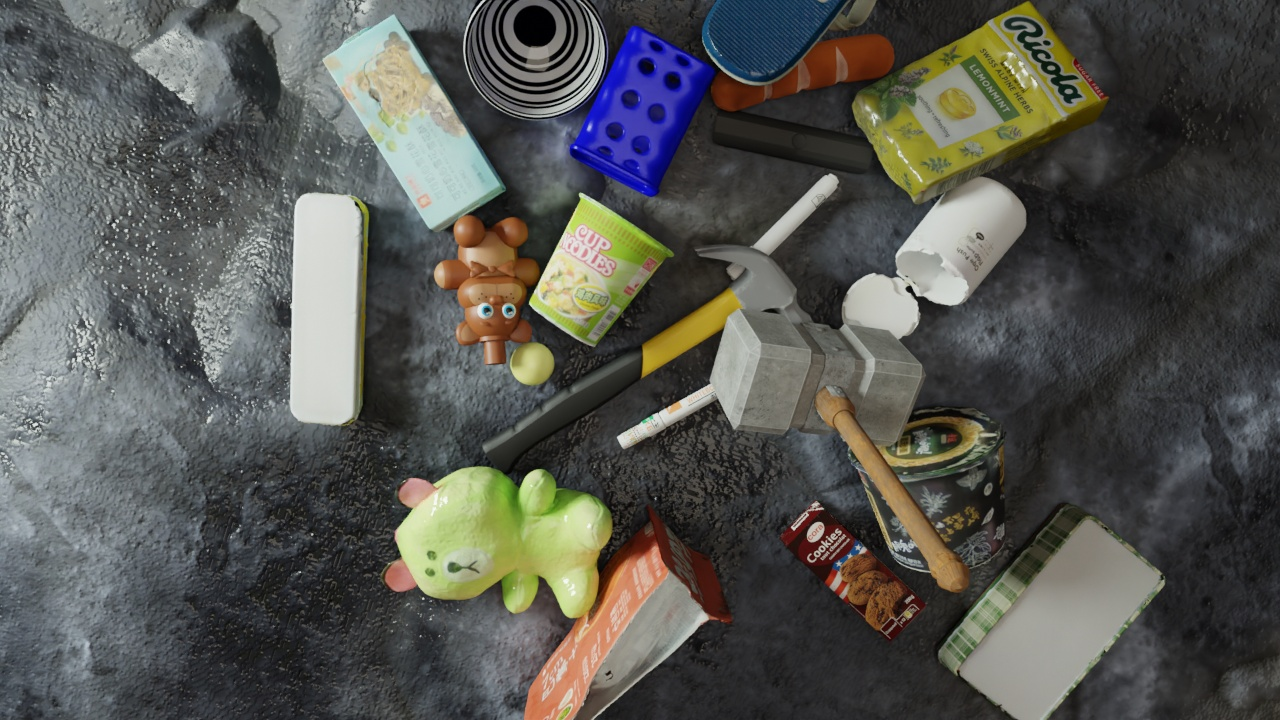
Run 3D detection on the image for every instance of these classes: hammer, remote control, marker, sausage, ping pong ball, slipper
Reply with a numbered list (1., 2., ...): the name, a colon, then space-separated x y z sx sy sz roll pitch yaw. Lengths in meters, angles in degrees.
1. hammer: 0.173 0.069 0.710 0.162 0.317 0.083 7 116 -14
2. hammer: -0.005 0.005 0.845 0.324 0.029 0.127 -32 113 5
3. remote control: 0.139 -0.200 0.838 0.147 0.015 0.033 11 97 -4
4. marker: 0.131 -0.123 0.846 0.133 0.017 0.020 -45 122 4
5. sausage: 0.143 -0.257 0.817 0.164 0.044 0.039 -13 135 -1
6. ping pong ball: -0.099 0.003 0.842 0.040 0.040 0.040 0 97 -3
7. slipper: 0.164 -0.346 0.796 0.118 0.060 0.294 44 81 0
8. marker: 0.045 0.043 0.865 0.145 0.017 0.017 -29 98 1

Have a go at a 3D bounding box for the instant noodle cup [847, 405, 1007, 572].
1. instant noodle cup: 0.269 0.119 0.834 0.137 0.137 0.112 -18 108 0

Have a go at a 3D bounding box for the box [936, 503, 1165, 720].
1. box: 0.397 0.250 0.893 0.117 0.051 0.205 37 95 -9

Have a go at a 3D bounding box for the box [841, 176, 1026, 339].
1. box: 0.264 -0.085 0.835 0.084 0.126 0.155 45 74 -11

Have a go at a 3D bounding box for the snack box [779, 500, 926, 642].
1. snack box: 0.205 0.203 0.886 0.141 0.031 0.051 43 94 -7

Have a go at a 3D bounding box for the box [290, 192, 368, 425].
1. box: -0.281 -0.045 0.831 0.064 0.037 0.210 4 98 -1

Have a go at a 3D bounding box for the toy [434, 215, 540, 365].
1. toy: -0.132 -0.061 0.813 0.094 0.065 0.127 -3 86 -20

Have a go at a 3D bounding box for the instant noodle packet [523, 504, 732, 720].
1. instant noodle packet: -0.033 0.251 0.816 0.084 0.164 0.221 43 93 -9

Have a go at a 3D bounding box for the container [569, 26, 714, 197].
1. container: 0.001 -0.214 0.797 0.085 0.084 0.113 26 94 -7

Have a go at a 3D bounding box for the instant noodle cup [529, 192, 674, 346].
1. instant noodle cup: -0.040 -0.076 0.804 0.099 0.099 0.108 33 94 -6

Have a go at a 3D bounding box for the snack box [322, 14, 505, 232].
1. snack box: -0.195 -0.204 0.806 0.075 0.053 0.174 -31 97 2

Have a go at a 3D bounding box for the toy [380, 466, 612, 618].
1. toy: -0.126 0.158 0.837 0.197 0.107 0.150 15 118 5

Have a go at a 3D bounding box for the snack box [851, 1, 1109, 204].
1. snack box: 0.290 -0.225 0.803 0.181 0.045 0.121 -26 69 1

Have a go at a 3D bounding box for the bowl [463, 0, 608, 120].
1. bowl: -0.090 -0.276 0.787 0.120 0.066 0.120 -4 131 -5
